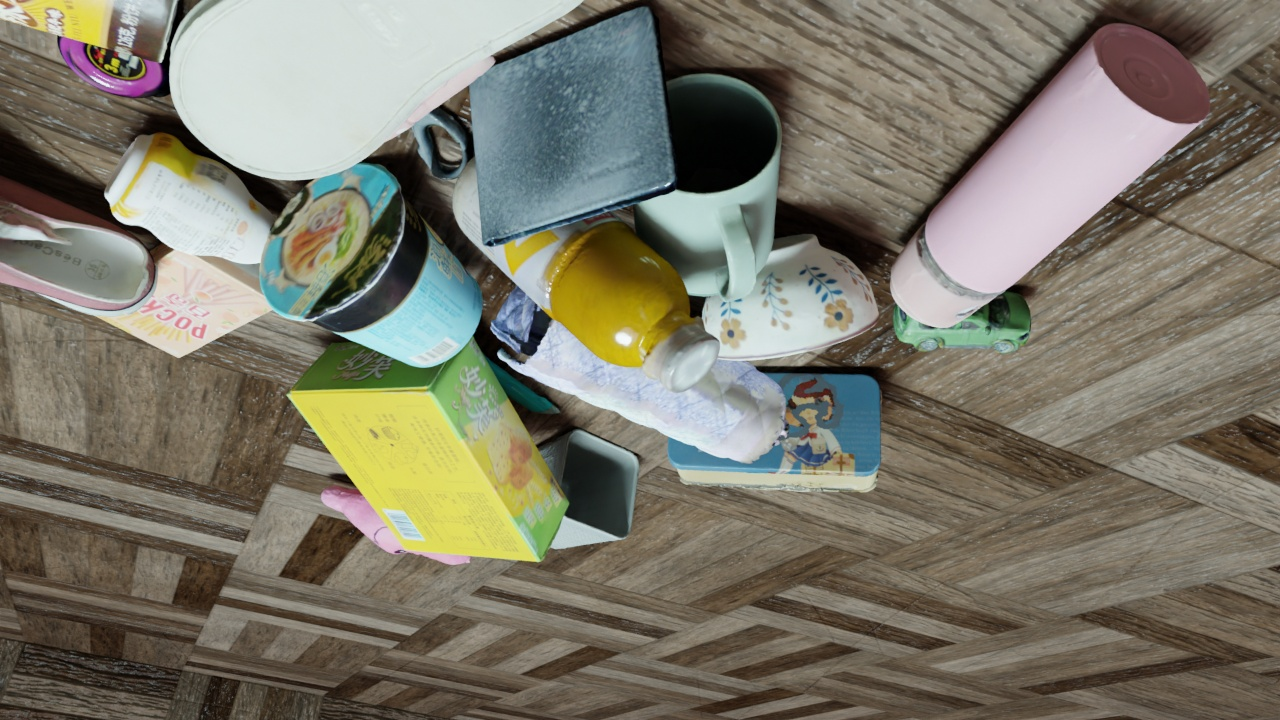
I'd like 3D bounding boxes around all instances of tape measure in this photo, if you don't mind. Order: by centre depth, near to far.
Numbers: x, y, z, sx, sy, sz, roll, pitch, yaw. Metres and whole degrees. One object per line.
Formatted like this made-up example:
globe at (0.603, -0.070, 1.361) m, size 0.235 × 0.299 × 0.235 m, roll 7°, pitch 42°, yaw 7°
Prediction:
tape measure at (-0.276, -0.172, 0.490) m, size 0.058 × 0.039 × 0.057 m, roll 9°, pitch 149°, yaw -14°

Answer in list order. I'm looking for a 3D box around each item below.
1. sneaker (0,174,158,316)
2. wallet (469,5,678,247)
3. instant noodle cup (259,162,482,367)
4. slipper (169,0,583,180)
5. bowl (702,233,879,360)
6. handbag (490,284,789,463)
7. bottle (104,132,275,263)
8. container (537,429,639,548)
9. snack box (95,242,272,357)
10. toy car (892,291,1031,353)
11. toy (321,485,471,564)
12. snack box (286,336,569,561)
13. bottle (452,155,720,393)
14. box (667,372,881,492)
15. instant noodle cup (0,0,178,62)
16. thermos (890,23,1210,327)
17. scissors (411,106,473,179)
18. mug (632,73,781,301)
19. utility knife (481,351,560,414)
sneaker at (-0.434, -0.094, 0.579) m, size 0.241 × 0.118 × 0.088 m, roll 21°, pitch 162°, yaw -21°
wallet at (-0.038, -0.119, 0.480) m, size 0.121 × 0.097 × 0.019 m, roll -12°, pitch 170°, yaw 28°
instant noodle cup at (-0.169, -0.054, 0.615) m, size 0.111 × 0.111 × 0.120 m, roll -8°, pitch 155°, yaw 22°
slipper at (-0.128, -0.167, 0.444) m, size 0.275 × 0.054 × 0.114 m, roll -19°, pitch 138°, yaw 34°
bowl at (0.091, -0.045, 0.592) m, size 0.114 × 0.113 × 0.062 m, roll -10°, pitch 103°, yaw 24°
handbag at (-0.004, 0.004, 0.643) m, size 0.193 × 0.075 × 0.134 m, roll 23°, pitch -176°, yaw -25°
bottle at (-0.280, -0.096, 0.591) m, size 0.063 × 0.063 × 0.108 m, roll -23°, pitch 138°, yaw 39°
container at (-0.074, 0.134, 0.915) m, size 0.090 × 0.090 × 0.115 m, roll 28°, pitch 146°, yaw -31°
snack box at (-0.356, -0.050, 0.717) m, size 0.158 × 0.026 × 0.084 m, roll -19°, pitch 141°, yaw 34°
toy car at (0.221, -0.031, 0.629) m, size 0.091 × 0.043 × 0.036 m, roll 3°, pitch 148°, yaw 5°
toy at (-0.241, 0.178, 1.025) m, size 0.195 × 0.074 × 0.178 m, roll -16°, pitch 134°, yaw 33°
snack box at (-0.174, 0.079, 0.784) m, size 0.158 × 0.069 × 0.210 m, roll -2°, pitch 131°, yaw 28°
bottle at (-0.032, -0.053, 0.517) m, size 0.189 × 0.068 × 0.068 m, roll 43°, pitch 163°, yaw 28°
box at (0.104, 0.058, 0.754) m, size 0.184 × 0.089 × 0.060 m, roll 0°, pitch 155°, yaw 8°
instant noodle cup at (-0.251, -0.192, 0.386) m, size 0.114 × 0.118 × 0.119 m, roll 15°, pitch 149°, yaw -30°
thermos at (0.221, -0.091, 0.516) m, size 0.087 × 0.067 × 0.199 m, roll -15°, pitch 157°, yaw -24°
scissors at (-0.148, -0.163, 0.510) m, size 0.160 × 0.014 × 0.181 m, roll -9°, pitch 143°, yaw 20°
mug at (0.040, -0.081, 0.512) m, size 0.082 × 0.111 × 0.106 m, roll -16°, pitch 151°, yaw -5°
utility knife at (-0.138, -0.001, 0.772) m, size 0.029 × 0.013 × 0.216 m, roll -11°, pitch 148°, yaw 30°
